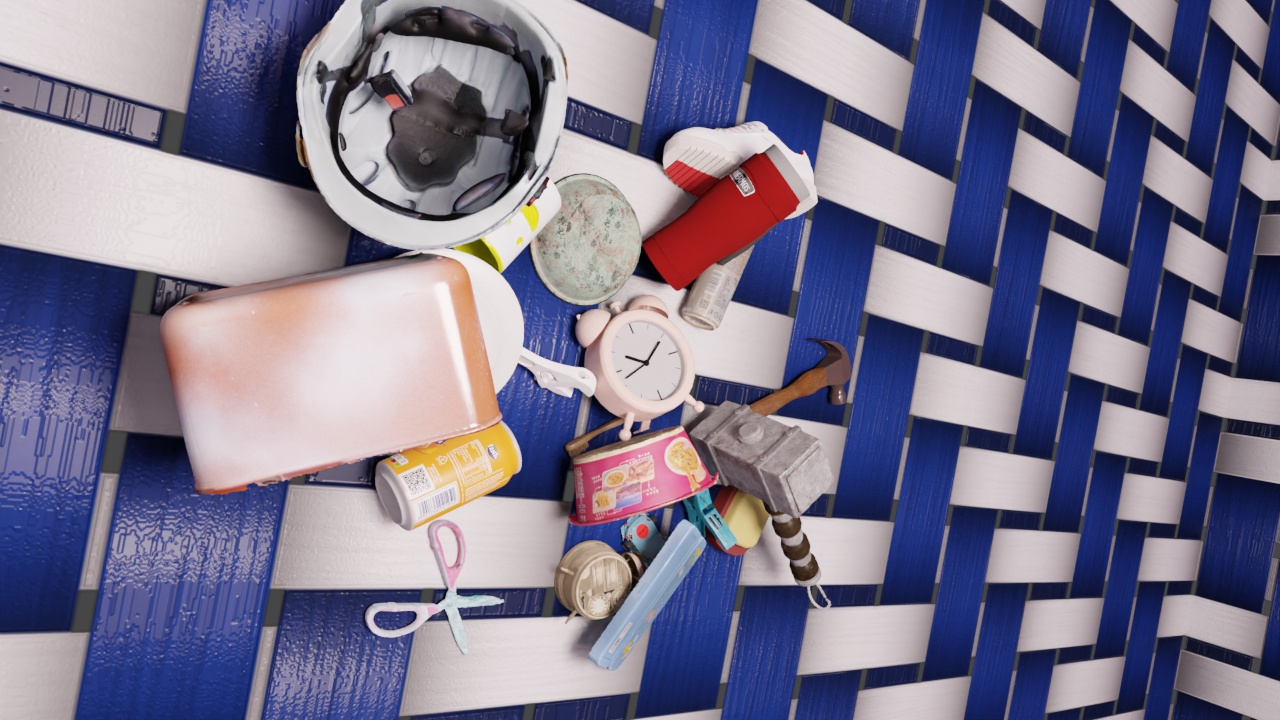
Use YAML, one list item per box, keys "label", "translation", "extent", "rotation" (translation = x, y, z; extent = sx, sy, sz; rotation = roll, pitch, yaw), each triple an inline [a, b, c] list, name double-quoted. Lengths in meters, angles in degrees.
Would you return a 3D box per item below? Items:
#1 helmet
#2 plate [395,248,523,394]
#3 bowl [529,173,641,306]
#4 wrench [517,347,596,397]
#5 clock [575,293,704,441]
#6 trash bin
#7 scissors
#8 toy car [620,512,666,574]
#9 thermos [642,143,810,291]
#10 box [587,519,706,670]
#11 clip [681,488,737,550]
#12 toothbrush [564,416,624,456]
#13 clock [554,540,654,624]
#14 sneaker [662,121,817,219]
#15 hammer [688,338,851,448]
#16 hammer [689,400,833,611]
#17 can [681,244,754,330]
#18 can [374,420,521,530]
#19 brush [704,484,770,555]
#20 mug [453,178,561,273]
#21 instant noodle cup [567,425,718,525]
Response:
- label: "helmet"
  translation: [-0.198, -0.221, 0.879]
  extent: [0.236, 0.164, 0.263]
  rotation: [18, 81, -10]
- label: "plate"
  translation: [-0.212, -0.022, 0.954]
  extent: [0.188, 0.016, 0.189]
  rotation: [-7, 111, -19]
- label: "bowl"
  translation: [-0.055, -0.142, 1.086]
  extent: [0.157, 0.039, 0.157]
  rotation: [-6, 100, -37]
- label: "wrench"
  translation: [-0.161, -0.022, 1.013]
  extent: [0.273, 0.066, 0.018]
  rotation: [31, 60, -32]
- label: "clock"
  translation: [-0.007, 0.006, 1.122]
  extent: [0.130, 0.086, 0.160]
  rotation: [-19, 90, -35]
- label: "trash bin"
  translation: [-0.271, -0.002, 0.820]
  extent: [0.259, 0.182, 0.157]
  rotation: [-12, 102, -18]
- label: "scissors"
  translation: [-0.231, 0.267, 1.026]
  extent: [0.172, 0.014, 0.171]
  rotation: [-24, 114, -35]
- label: "toy car"
  translation: [0.016, 0.249, 1.204]
  extent: [0.060, 0.027, 0.108]
  rotation: [-42, 119, -26]
- label: "thermos"
  translation: [0.109, -0.168, 1.127]
  extent: [0.199, 0.084, 0.108]
  rotation: [-35, 142, 12]
- label: "box"
  translation: [0.016, 0.302, 1.166]
  extent: [0.208, 0.021, 0.125]
  rotation: [-52, 153, -11]
- label: "clip"
  translation: [0.073, 0.196, 1.237]
  extent: [0.027, 0.104, 0.120]
  rotation: [-32, 108, -35]
- label: "toothbrush"
  translation: [-0.026, 0.077, 1.155]
  extent: [0.166, 0.016, 0.016]
  rotation: [-29, 112, -31]
- label: "clock"
  translation: [-0.038, 0.272, 1.144]
  extent: [0.140, 0.055, 0.093]
  rotation: [-10, 102, -31]
- label: "sneaker"
  translation: [0.129, -0.268, 1.193]
  extent: [0.236, 0.091, 0.104]
  rotation: [11, 67, -30]
- label: "hammer"
  translation: [0.187, 0.060, 1.310]
  extent: [0.322, 0.033, 0.115]
  rotation: [-25, 113, -32]
- label: "hammer"
  translation: [0.191, 0.210, 1.220]
  extent: [0.079, 0.177, 0.326]
  rotation: [-39, 125, -22]
- label: "can"
  translation: [0.102, -0.109, 1.204]
  extent: [0.054, 0.054, 0.135]
  rotation: [32, 76, -36]
- label: "can"
  translation: [-0.205, 0.119, 0.981]
  extent: [0.142, 0.079, 0.079]
  rotation: [-24, 110, -33]
- label: "brush"
  translation: [0.156, 0.192, 1.296]
  extent: [0.082, 0.042, 0.173]
  rotation: [39, 73, -35]
- label: "mug"
  translation: [-0.148, -0.156, 0.985]
  extent: [0.106, 0.083, 0.082]
  rotation: [-51, 123, -22]
- label: "instant noodle cup"
  translation: [-0.005, 0.132, 1.093]
  extent: [0.178, 0.179, 0.077]
  rotation: [-16, 89, -35]
